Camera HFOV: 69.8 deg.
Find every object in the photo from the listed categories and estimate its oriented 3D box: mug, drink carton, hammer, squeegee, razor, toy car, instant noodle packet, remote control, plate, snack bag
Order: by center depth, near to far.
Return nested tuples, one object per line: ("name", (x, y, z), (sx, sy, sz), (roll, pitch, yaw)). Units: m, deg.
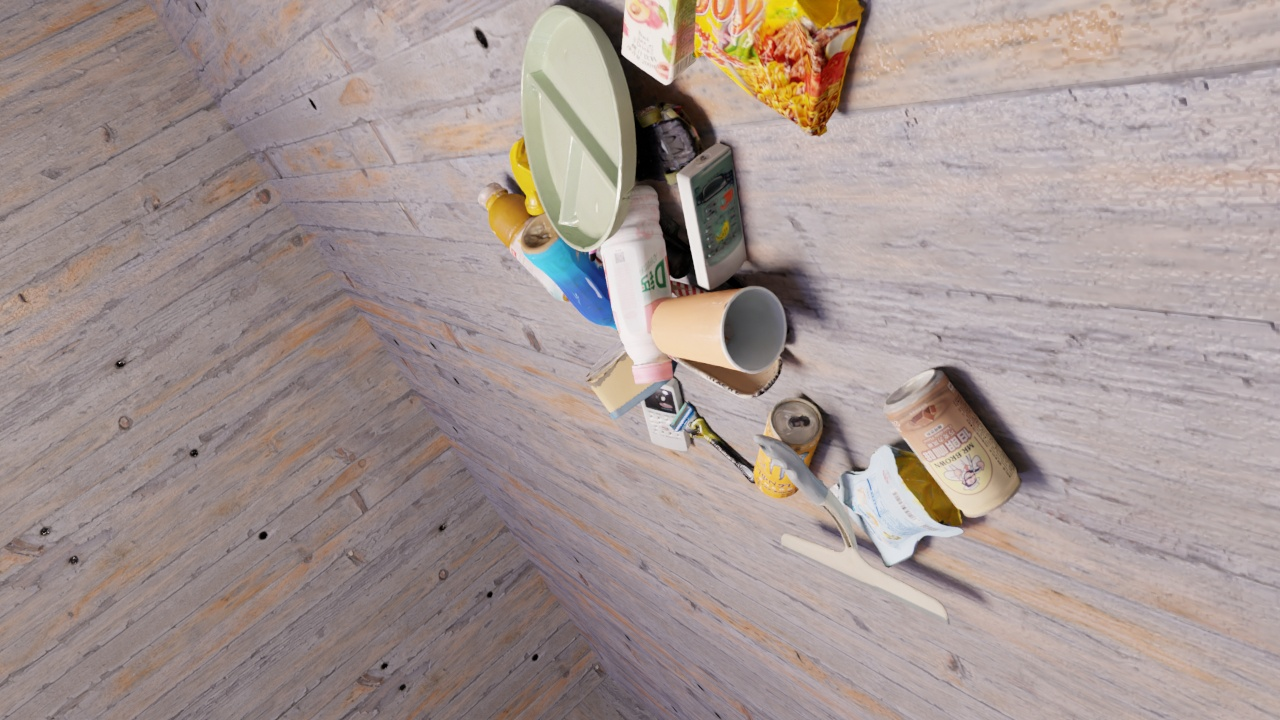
("instant noodle packet", (0.088, -0.230, 0.640), (0.128, 0.044, 0.111), (43, 154, 22))
("drink carton", (0.021, -0.275, 0.699), (0.053, 0.045, 0.123), (40, 158, 14))
("remote control", (0.067, -0.127, 0.834), (0.019, 0.056, 0.135), (32, 151, 36))
("toy car", (0.005, -0.203, 0.857), (0.158, 0.042, 0.070), (16, 139, 58))
("mug", (0.068, -0.030, 0.867), (0.123, 0.078, 0.078), (6, 131, 56))
("plate", (-0.062, -0.220, 0.883), (0.230, 0.027, 0.230), (39, 136, 51))
("snack bag", (0.253, 0.149, 0.932), (0.110, 0.038, 0.191), (45, 161, 10))
("squeegee", (0.189, 0.151, 0.971), (0.247, 0.039, 0.246), (15, 147, 56))
("hammer", (-0.054, -0.171, 1.046), (0.301, 0.032, 0.129), (36, 156, 35))
("razor", (0.104, 0.112, 1.206), (0.143, 0.022, 0.043), (39, 113, 21))
("remote control", (0.032, 0.072, 1.258), (0.058, 0.021, 0.150), (11, 143, 22))

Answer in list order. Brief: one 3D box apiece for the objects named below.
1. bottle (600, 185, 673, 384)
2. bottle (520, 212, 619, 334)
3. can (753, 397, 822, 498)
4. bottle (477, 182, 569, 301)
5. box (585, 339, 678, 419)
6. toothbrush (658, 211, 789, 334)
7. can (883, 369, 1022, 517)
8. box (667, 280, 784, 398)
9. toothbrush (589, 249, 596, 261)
("bottle", (-0.002, -0.075, 0.933), (0.068, 0.068, 0.197), (173, 88, -66))
("bottle", (-0.061, -0.090, 1.104), (0.065, 0.065, 0.218), (31, 169, 42))
("can", (0.161, 0.099, 1.009), (0.058, 0.058, 0.146), (43, 158, 22))
("bottle", (-0.139, -0.158, 1.193), (0.189, 0.067, 0.068), (46, 159, 15))
("box", (-0.006, 0.006, 1.065), (0.062, 0.090, 0.184), (52, -166, -7))
("toothbrush", (0.081, -0.090, 0.928), (0.189, 0.014, 0.016), (44, 137, 18))
("can", (0.257, 0.068, 0.758), (0.116, 0.058, 0.059), (52, 160, -2))
("box", (0.073, -0.022, 0.954), (0.162, 0.086, 0.075), (28, -172, 37))
("toothbrush", (-0.048, -0.185, 0.973), (0.018, 0.014, 0.190), (50, 146, 39))
